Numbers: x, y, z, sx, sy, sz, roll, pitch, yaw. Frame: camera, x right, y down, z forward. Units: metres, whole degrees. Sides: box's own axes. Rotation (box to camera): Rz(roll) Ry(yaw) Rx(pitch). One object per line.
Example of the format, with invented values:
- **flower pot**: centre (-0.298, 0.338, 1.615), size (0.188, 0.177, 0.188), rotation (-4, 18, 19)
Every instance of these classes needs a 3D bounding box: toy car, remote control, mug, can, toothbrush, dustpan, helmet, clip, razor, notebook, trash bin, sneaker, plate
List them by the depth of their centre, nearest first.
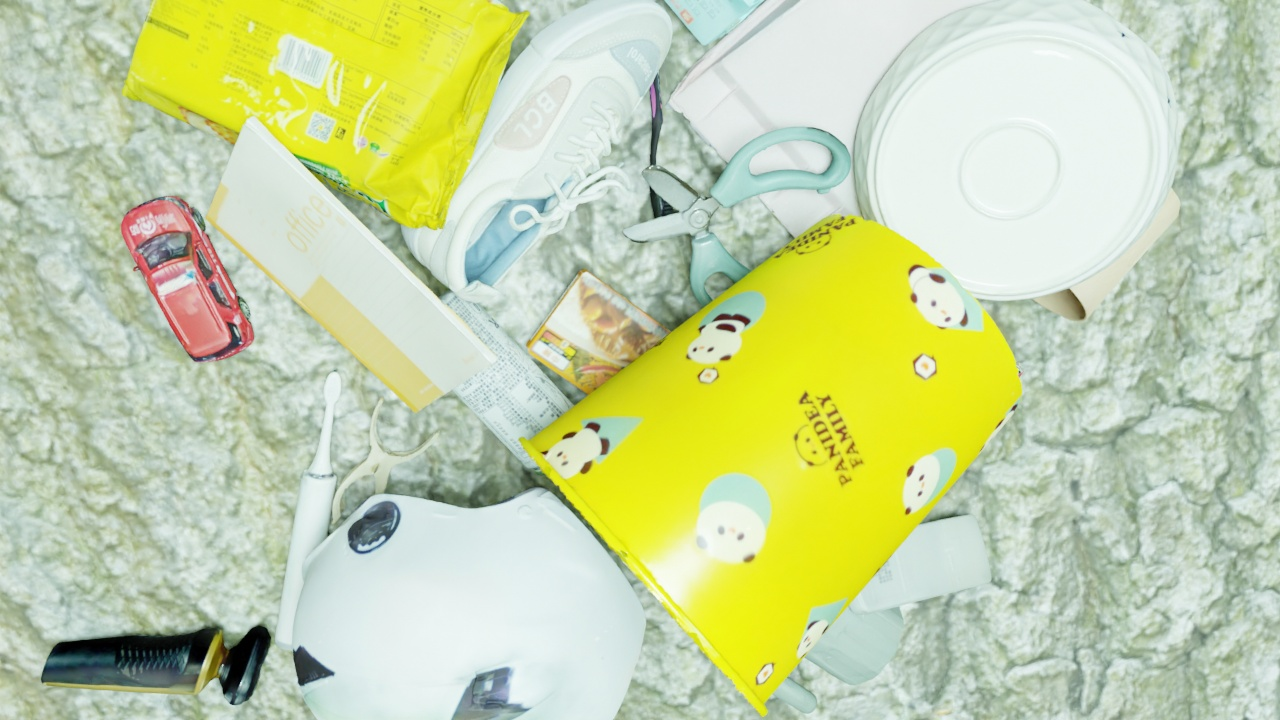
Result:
- **trash bin**: centre (0.089, 0.054, 0.602), size (0.255, 0.230, 0.229), rotation (-42, 103, -9)
- **plate**: centre (0.244, -0.130, 0.607), size (0.205, 0.045, 0.205), rotation (8, 117, 16)
- **sneaker**: centre (-0.058, -0.140, 0.621), size (0.242, 0.089, 0.090), rotation (-47, 58, 6)
- **notebook**: centre (-0.200, -0.052, 0.622), size (0.206, 0.146, 0.010), rotation (46, 54, -13)
- **helmet**: centre (-0.127, 0.213, 0.627), size (0.259, 0.145, 0.229), rotation (-8, 130, 12)
- **toy car**: centre (-0.318, -0.056, 0.645), size (0.053, 0.045, 0.120), rotation (-24, 101, -3)
- **toothbrush**: centre (0.013, -0.197, 0.670), size (0.017, 0.014, 0.189), rotation (-7, 102, -22)
- **can**: centre (-0.105, 0.015, 0.676), size (0.058, 0.058, 0.147), rotation (-42, 103, 3)
- **dustpan**: centre (0.198, -0.213, 0.689), size (0.274, 0.138, 0.222), rotation (-35, 105, 30)
- **clip**: centre (-0.204, 0.079, 0.691), size (0.066, 0.034, 0.099), rotation (30, 92, -11)
- **mug**: centre (0.321, -0.108, 0.696), size (0.124, 0.084, 0.103), rotation (43, 93, 14)
- **toothbrush**: centre (-0.248, 0.114, 0.696), size (0.026, 0.026, 0.221), rotation (9, 101, -20)
- **razor**: centre (-0.368, 0.234, 0.698), size (0.167, 0.062, 0.068), rotation (0, 133, -1)
- **remote control**: centre (0.217, 0.160, 0.725), size (0.149, 0.021, 0.058), rotation (-3, 75, -31)
- **mug**: centre (0.132, 0.213, 0.732), size (0.103, 0.083, 0.124), rotation (35, 96, -14)

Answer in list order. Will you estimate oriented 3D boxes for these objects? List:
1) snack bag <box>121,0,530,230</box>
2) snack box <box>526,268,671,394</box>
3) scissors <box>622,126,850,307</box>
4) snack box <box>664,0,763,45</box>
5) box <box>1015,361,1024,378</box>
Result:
- **snack bag**: centre (-0.208, -0.196, 0.587), size (0.246, 0.068, 0.158), rotation (24, 97, 6)
- **snack box**: centre (-0.004, 0.004, 0.701), size (0.153, 0.026, 0.075), rotation (36, 94, -13)
- **scissors**: centre (0.083, -0.106, 0.660), size (0.181, 0.019, 0.170), rotation (-42, 122, 14)
- **snack box**: centre (0.017, -0.301, 0.611), size (0.175, 0.074, 0.051), rotation (46, 74, -13)
- **box**: centre (0.210, 0.034, 0.718), size (0.163, 0.076, 0.087), rotation (-39, 75, 2)
